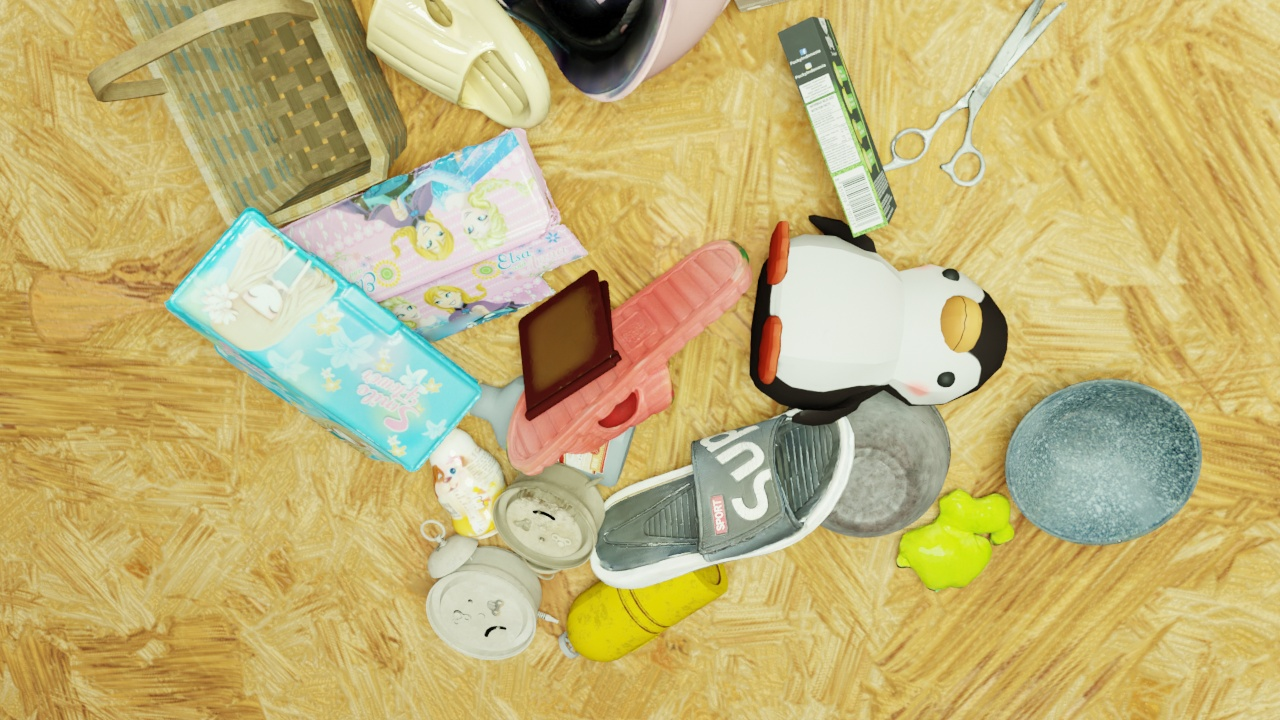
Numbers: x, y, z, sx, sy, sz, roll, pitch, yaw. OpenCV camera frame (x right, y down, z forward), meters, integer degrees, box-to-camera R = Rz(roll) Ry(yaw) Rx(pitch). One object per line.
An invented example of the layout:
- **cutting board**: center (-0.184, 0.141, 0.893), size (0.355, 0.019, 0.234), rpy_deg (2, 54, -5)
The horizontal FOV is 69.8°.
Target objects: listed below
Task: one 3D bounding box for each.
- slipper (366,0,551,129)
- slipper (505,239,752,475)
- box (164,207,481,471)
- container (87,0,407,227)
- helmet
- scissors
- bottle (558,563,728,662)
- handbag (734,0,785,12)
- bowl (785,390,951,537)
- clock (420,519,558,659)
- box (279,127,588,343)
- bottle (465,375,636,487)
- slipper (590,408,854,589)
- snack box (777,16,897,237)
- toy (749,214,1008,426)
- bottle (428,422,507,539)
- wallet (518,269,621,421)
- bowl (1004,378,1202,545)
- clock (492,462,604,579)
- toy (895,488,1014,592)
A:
- **slipper**: center (-0.177, -0.260, 0.676), size (0.079, 0.111, 0.261), rpy_deg (-42, 93, -19)
- **slipper**: center (-0.004, 0.004, 0.734), size (0.249, 0.103, 0.059), rpy_deg (-42, 125, 0)
- **box**: center (-0.262, 0.006, 0.731), size (0.171, 0.085, 0.227), rpy_deg (-34, 119, 28)
- **container**: center (-0.293, -0.227, 0.672), size (0.158, 0.186, 0.250), rpy_deg (-18, 104, 16)
- **helmet**: center (-0.015, -0.307, 0.593), size (0.152, 0.230, 0.255), rpy_deg (-25, 98, -28)
- **scissors**: center (0.235, -0.196, 0.670), size (0.118, 0.014, 0.161), rpy_deg (9, 113, 8)
- **bottle**: center (-0.006, 0.221, 0.829), size (0.164, 0.071, 0.071), rpy_deg (-37, 98, 20)
- **handbag**: center (0.135, -0.362, 0.622), size (0.176, 0.062, 0.198), rpy_deg (-9, 98, 14)
- **bowl**: center (0.181, 0.088, 0.748), size (0.145, 0.067, 0.145), rpy_deg (3, 109, 10)
- **clock**: center (-0.153, 0.206, 0.860), size (0.103, 0.061, 0.157), rpy_deg (-26, 109, 20)
- **box**: center (-0.165, -0.077, 0.740), size (0.231, 0.062, 0.160), rpy_deg (-19, 124, 17)
- **bottle**: center (-0.087, 0.052, 0.801), size (0.161, 0.046, 0.072), rpy_deg (18, 111, 5)
- **slipper**: center (0.050, 0.112, 0.742), size (0.265, 0.111, 0.063), rpy_deg (-28, 140, 33)
- **snack box**: center (0.144, -0.168, 0.656), size (0.025, 0.080, 0.147), rpy_deg (-19, 101, 24)
- **toy**: center (0.178, -0.021, 0.698), size (0.184, 0.140, 0.159), rpy_deg (7, 77, -1)
- **bottle**: center (-0.156, 0.104, 0.820), size (0.063, 0.063, 0.109), rpy_deg (-19, 107, 16)
- **wallet**: center (-0.058, -0.014, 0.739), size (0.092, 0.115, 0.018), rpy_deg (-32, 129, 19)
- **bowl**: center (0.351, 0.070, 0.714), size (0.137, 0.057, 0.137), rpy_deg (3, 109, 10)
- **clock**: center (-0.078, 0.143, 0.803), size (0.093, 0.054, 0.141), rpy_deg (18, 129, 9)
- **toy**: center (0.265, 0.151, 0.771), size (0.094, 0.036, 0.093), rpy_deg (5, 104, 3)
